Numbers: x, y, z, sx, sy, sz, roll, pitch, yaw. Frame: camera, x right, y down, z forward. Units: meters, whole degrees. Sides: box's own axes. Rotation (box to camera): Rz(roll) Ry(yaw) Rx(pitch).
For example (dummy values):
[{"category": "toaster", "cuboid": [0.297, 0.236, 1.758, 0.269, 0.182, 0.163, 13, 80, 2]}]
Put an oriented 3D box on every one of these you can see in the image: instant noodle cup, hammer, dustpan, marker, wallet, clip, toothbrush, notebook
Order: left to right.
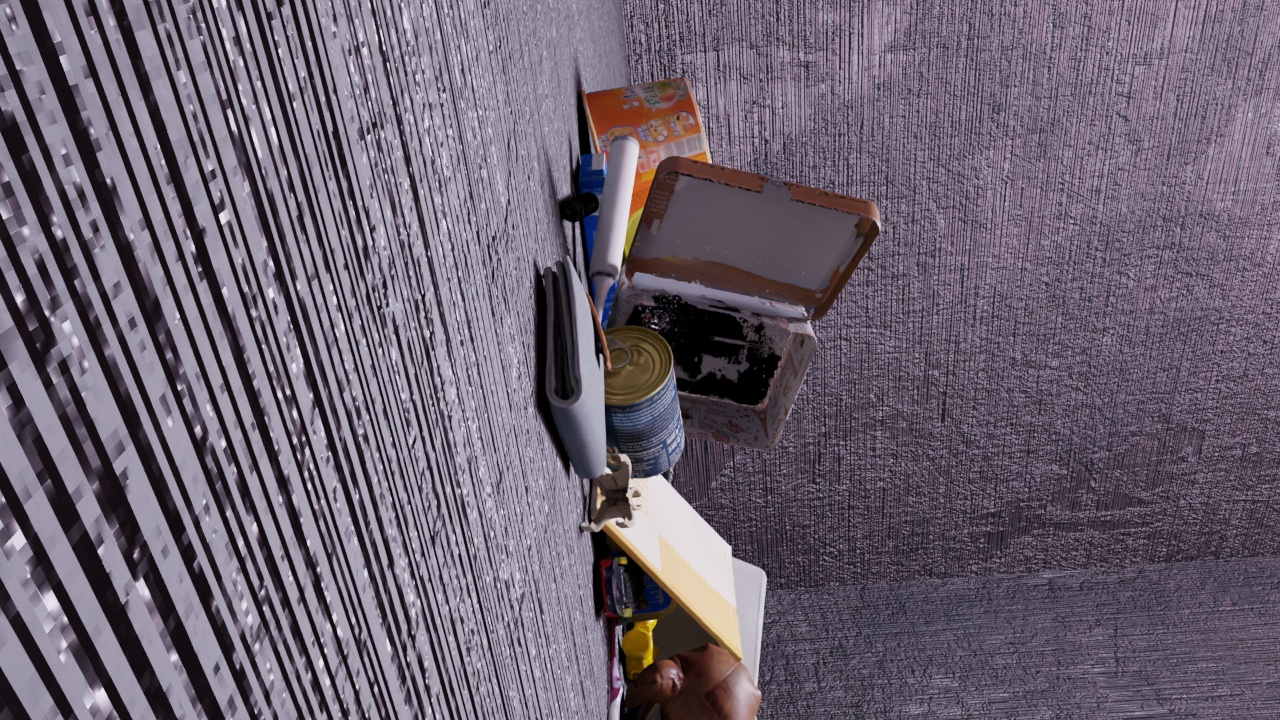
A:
[{"category": "marker", "cuboid": [-0.048, -0.127, 0.758, 0.132, 0.022, 0.020, -82, 160, -78]}, {"category": "wallet", "cuboid": [-0.037, 0.006, 0.591, 0.130, 0.037, 0.106, 80, 6, -64]}, {"category": "toothbrush", "cuboid": [-0.027, -0.096, 0.780, 0.026, 0.026, 0.220, 27, 59, -37]}, {"category": "clip", "cuboid": [-0.020, 0.092, 0.693, 0.101, 0.035, 0.096, -50, 130, -72]}, {"category": "toothbrush", "cuboid": [-0.017, 0.271, 0.745, 0.187, 0.017, 0.016, -93, 177, -48]}, {"category": "instant noodle cup", "cuboid": [0.010, -0.225, 0.970, 0.151, 0.111, 0.151, -13, 88, -87]}, {"category": "hammer", "cuboid": [0.015, 0.191, 0.988, 0.129, 0.033, 0.300, 88, 9, -57]}, {"category": "notebook", "cuboid": [0.025, 0.154, 0.812, 0.206, 0.010, 0.145, 49, 20, -24]}, {"category": "dustpan", "cuboid": [0.044, 0.312, 1.037, 0.223, 0.142, 0.257, 114, -4, -48]}]

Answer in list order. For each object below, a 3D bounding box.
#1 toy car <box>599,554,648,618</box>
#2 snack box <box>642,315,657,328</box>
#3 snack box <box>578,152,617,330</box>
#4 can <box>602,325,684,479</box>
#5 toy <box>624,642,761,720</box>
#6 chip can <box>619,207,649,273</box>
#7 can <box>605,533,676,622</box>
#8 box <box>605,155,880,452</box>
[{"category": "toy car", "cuboid": [-0.017, 0.184, 0.755, 0.106, 0.031, 0.049, 39, 43, -76]}, {"category": "snack box", "cuboid": [-0.006, 0.006, 0.954, 0.152, 0.025, 0.075, -50, 131, -67]}, {"category": "snack box", "cuboid": [-0.038, -0.113, 0.888, 0.084, 0.026, 0.157, -93, 178, -62]}, {"category": "can", "cuboid": [-0.006, 0.036, 0.729, 0.111, 0.075, 0.075, 78, 7, -51]}, {"category": "toy", "cuboid": [0.044, 0.356, 0.874, 0.140, 0.130, 0.200, 46, -27, 21]}, {"category": "chip can", "cuboid": [0.012, -0.112, 0.953, 0.213, 0.072, 0.072, -163, -112, -87]}, {"category": "can", "cuboid": [0.000, 0.180, 0.864, 0.102, 0.057, 0.083, -90, 173, -63]}, {"category": "box", "cuboid": [0.070, -0.050, 0.775, 0.102, 0.178, 0.261, -91, -166, -56]}]
